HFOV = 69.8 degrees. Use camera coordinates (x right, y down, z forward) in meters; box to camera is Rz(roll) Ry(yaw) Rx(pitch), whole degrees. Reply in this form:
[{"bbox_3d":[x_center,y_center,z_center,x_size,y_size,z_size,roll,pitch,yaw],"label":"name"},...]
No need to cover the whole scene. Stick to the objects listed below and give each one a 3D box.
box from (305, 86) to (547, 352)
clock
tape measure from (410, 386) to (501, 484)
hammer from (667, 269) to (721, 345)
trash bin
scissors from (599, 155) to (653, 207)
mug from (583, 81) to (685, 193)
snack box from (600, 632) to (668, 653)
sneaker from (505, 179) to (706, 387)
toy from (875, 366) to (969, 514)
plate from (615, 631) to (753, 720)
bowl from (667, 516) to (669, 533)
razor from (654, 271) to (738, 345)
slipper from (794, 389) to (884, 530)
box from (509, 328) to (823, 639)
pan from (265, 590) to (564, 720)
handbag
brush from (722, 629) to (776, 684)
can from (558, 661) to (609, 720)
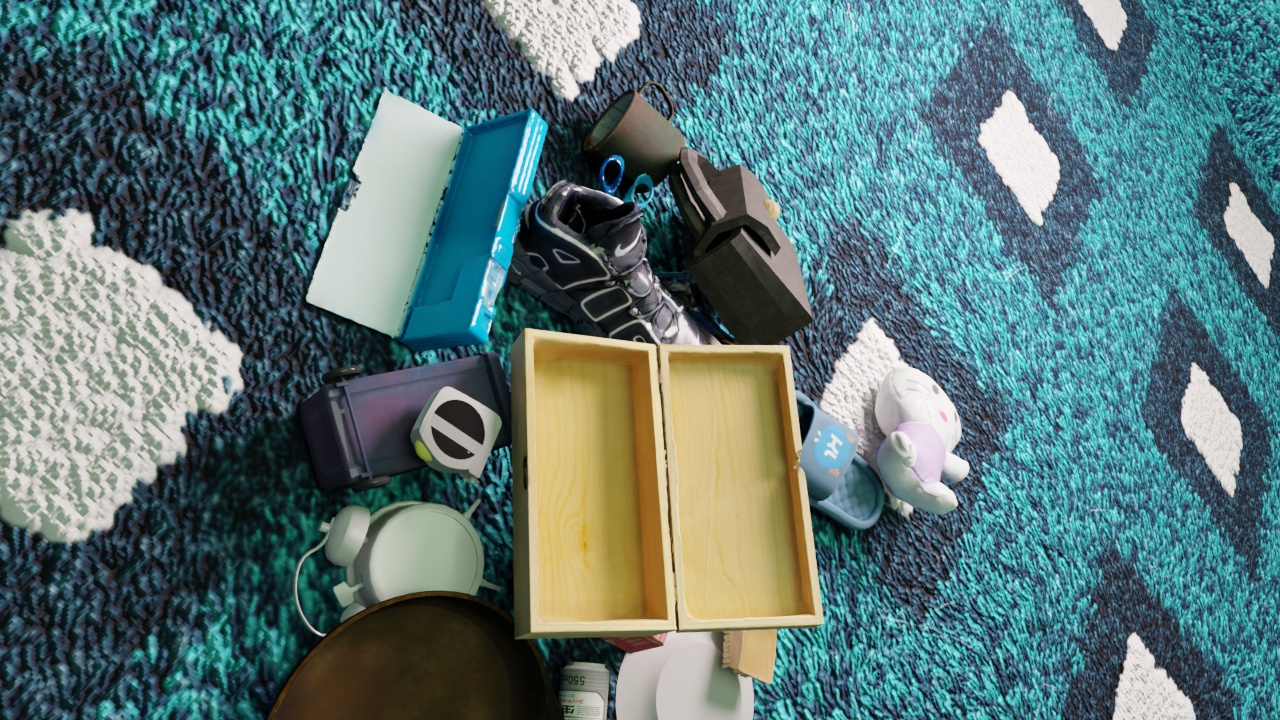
[{"bbox_3d":[-0.188,-0.128,0.852,0.167,0.075,0.243,10,65,3],"label":"box"},{"bbox_3d":[-0.200,0.170,0.741,0.158,0.061,0.120,-11,85,-34],"label":"clock"},{"bbox_3d":[-0.146,0.059,0.725,0.065,0.017,0.064,38,52,-26],"label":"tape measure"},{"bbox_3d":[0.131,0.024,1.052,0.315,0.036,0.125,45,51,-18],"label":"hammer"},{"bbox_3d":[-0.186,0.050,0.765,0.160,0.092,0.093,-13,83,-40],"label":"trash bin"},{"bbox_3d":[-0.040,-0.151,0.964,0.073,0.016,0.134,34,86,-30],"label":"scissors"},{"bbox_3d":[0.002,-0.248,1.003,0.081,0.085,0.111,37,81,-24],"label":"mug"},{"bbox_3d":[0.042,0.156,0.912,0.044,0.077,0.272,33,57,-12],"label":"snack box"},{"bbox_3d":[-0.014,-0.084,0.878,0.252,0.151,0.097,37,58,-6],"label":"sneaker"},{"bbox_3d":[0.340,0.098,1.127,0.137,0.086,0.208,48,33,-9],"label":"toy"},{"bbox_3d":[0.053,0.333,0.898,0.172,0.019,0.172,13,68,-33],"label":"plate"},{"bbox_3d":[0.028,0.088,0.856,0.068,0.175,0.173,39,55,-37],"label":"bowl"},{"bbox_3d":[0.067,-0.047,0.968,0.141,0.044,0.018,44,62,-37],"label":"razor"},{"bbox_3d":[0.212,0.119,1.031,0.213,0.059,0.103,44,64,-25],"label":"slipper"},{"bbox_3d":[0.019,0.102,0.771,0.257,0.076,0.246,1,68,-11],"label":"box"},{"bbox_3d":[-0.178,0.347,0.682,0.248,0.043,0.356,4,87,-36],"label":"pan"},{"bbox_3d":[0.099,-0.142,0.977,0.199,0.102,0.197,49,21,-23],"label":"handbag"},{"bbox_3d":[0.109,0.269,0.935,0.049,0.039,0.116,33,42,-28],"label":"brush"},{"bbox_3d":[-0.052,0.322,0.807,0.044,0.044,0.106,17,65,-32],"label":"can"}]
